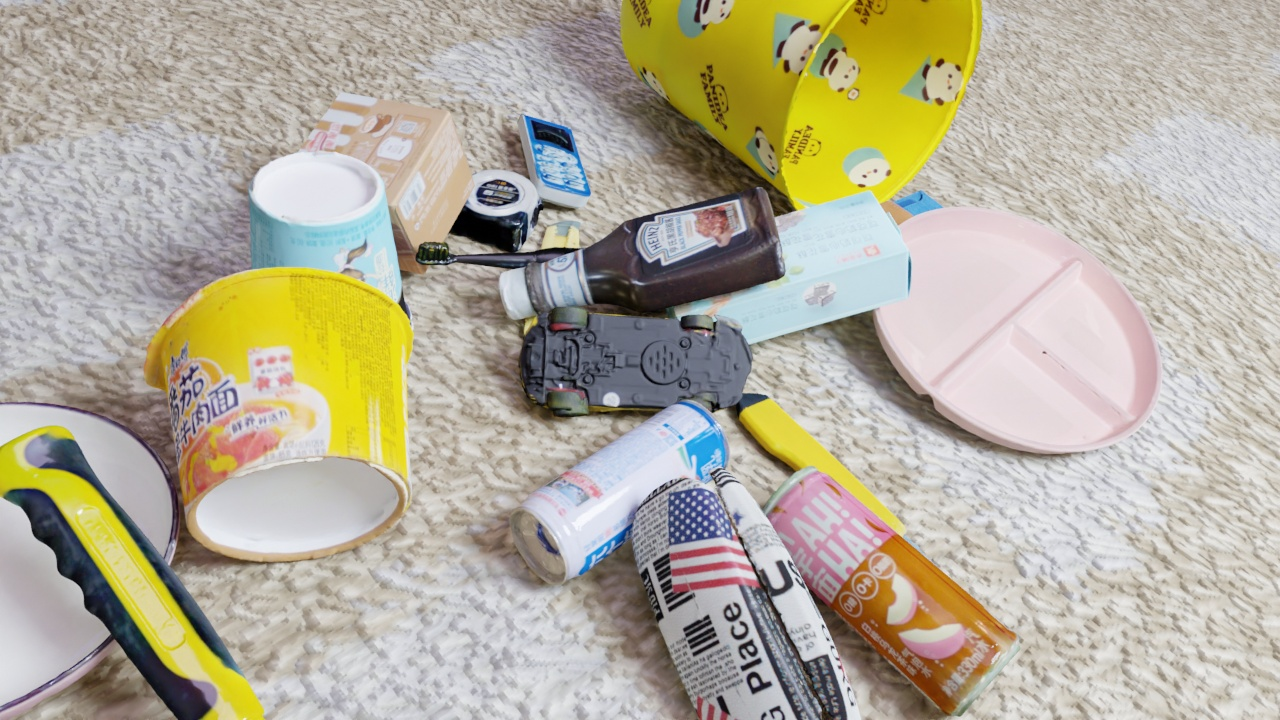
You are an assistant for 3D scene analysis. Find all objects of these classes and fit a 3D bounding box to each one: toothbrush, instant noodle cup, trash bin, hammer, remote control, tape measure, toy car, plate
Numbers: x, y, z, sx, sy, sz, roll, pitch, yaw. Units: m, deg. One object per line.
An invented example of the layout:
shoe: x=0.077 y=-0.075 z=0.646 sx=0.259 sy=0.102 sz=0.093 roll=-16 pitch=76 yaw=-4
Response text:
toothbrush: x=-0.059 y=-0.073 z=0.681 sx=0.212 sy=0.027 sz=0.026 roll=1 pitch=57 yaw=-22
instant noodle cup: x=-0.205 y=-0.064 z=0.593 sx=0.111 sy=0.121 sz=0.111 roll=6 pitch=44 yaw=-6
trash bin: x=0.128 y=-0.283 z=0.828 sx=0.229 sy=0.230 sz=0.255 roll=-23 pitch=48 yaw=-31
hammer: x=-0.185 y=0.149 z=0.404 sx=0.323 sy=0.032 sz=0.125 roll=44 pitch=48 yaw=16
remote control: x=-0.077 y=-0.174 z=0.799 sx=0.049 sy=0.024 sz=0.124 roll=12 pitch=39 yaw=-25
tape measure: x=-0.114 y=-0.122 z=0.736 sx=0.066 sy=0.034 sz=0.065 roll=22 pitch=47 yaw=8
instant noodle cup: x=-0.185 y=0.036 z=0.494 sx=0.138 sy=0.138 sz=0.109 roll=-6 pitch=55 yaw=-18
toy car: x=-0.004 y=0.004 z=0.611 sx=0.156 sy=0.041 sz=0.071 roll=1 pitch=82 yaw=-5
plate: x=-0.331 y=0.102 z=0.454 sx=0.192 sy=0.039 sz=0.192 roll=6 pitch=44 yaw=-6
plate: x=0.281 y=-0.026 z=0.700 sx=0.229 sy=0.028 sz=0.229 roll=6 pitch=55 yaw=-8

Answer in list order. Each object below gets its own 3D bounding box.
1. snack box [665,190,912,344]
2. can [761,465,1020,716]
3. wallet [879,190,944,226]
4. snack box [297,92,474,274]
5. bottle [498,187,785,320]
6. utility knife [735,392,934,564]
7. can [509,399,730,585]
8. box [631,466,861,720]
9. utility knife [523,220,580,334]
snack box: x=0.102 y=-0.062 z=0.670 sx=0.175 sy=0.052 sz=0.074 roll=-16 pitch=46 yaw=1
can: x=0.134 y=0.126 z=0.514 sx=0.057 sy=0.058 sz=0.147 roll=-28 pitch=56 yaw=-34
wallet: x=0.231 y=-0.092 z=0.778 sx=0.132 sy=0.040 sz=0.106 roll=-24 pitch=58 yaw=-32
snack box: x=-0.189 y=-0.130 z=0.672 sx=0.094 sy=0.077 sz=0.092 roll=14 pitch=61 yaw=14
bottle: x=-0.001 y=-0.067 z=0.638 sx=0.195 sy=0.044 sz=0.079 roll=-13 pitch=44 yaw=8
utility knife: x=0.129 y=0.087 z=0.583 sx=0.033 sy=0.015 sz=0.209 roll=-20 pitch=49 yaw=-30
can: x=-0.010 y=0.075 z=0.540 sx=0.134 sy=0.053 sz=0.053 roll=-30 pitch=57 yaw=-35
box: x=0.048 y=0.137 z=0.475 sx=0.088 sy=0.076 sz=0.162 roll=-22 pitch=66 yaw=-2
utility knife: x=-0.066 y=-0.058 z=0.698 sx=0.031 sy=0.018 sz=0.167 roll=4 pitch=48 yaw=0
